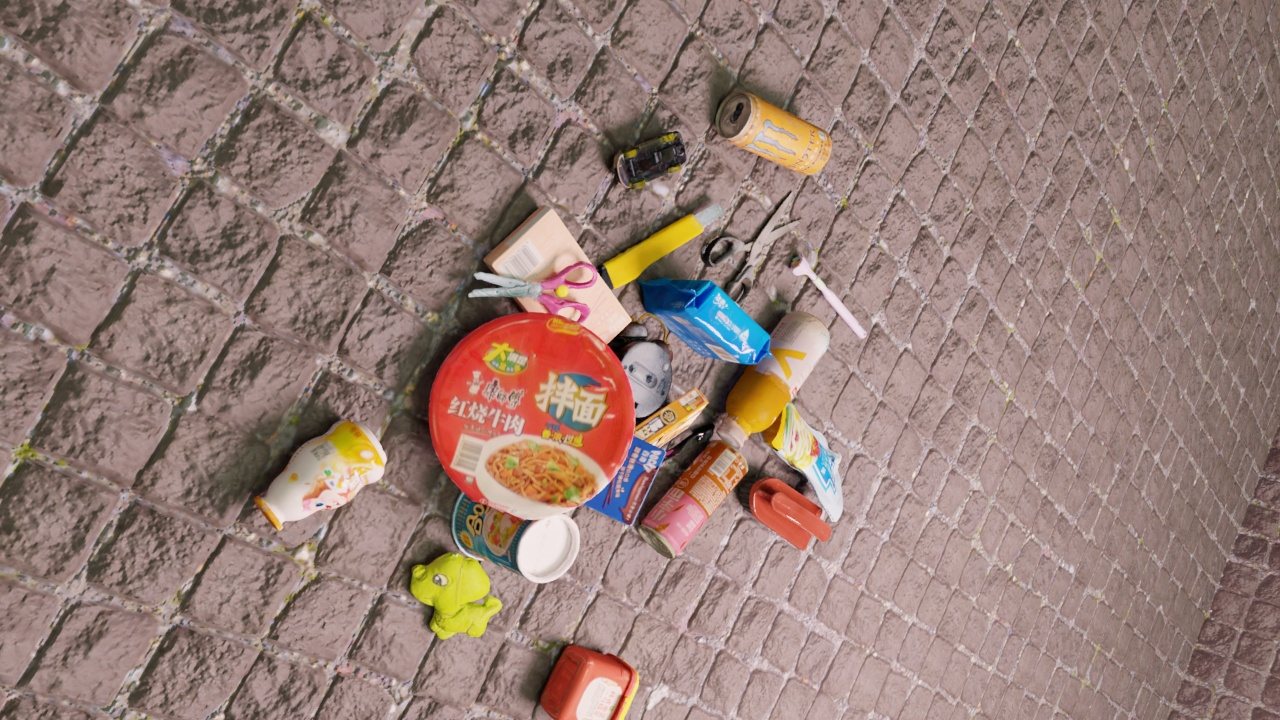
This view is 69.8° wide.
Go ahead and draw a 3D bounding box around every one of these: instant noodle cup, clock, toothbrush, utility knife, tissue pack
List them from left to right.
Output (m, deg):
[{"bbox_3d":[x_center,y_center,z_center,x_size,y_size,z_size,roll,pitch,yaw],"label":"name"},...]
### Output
[{"bbox_3d":[-0.120,0.169,0.907,0.099,0.110,0.099,-11,107,-37],"label":"instant noodle cup"},{"bbox_3d":[-0.105,0.053,0.883,0.193,0.066,0.193,1,82,-8],"label":"instant noodle cup"},{"bbox_3d":[-0.006,0.006,0.998,0.082,0.055,0.121,35,77,-38],"label":"clock"},{"bbox_3d":[0.025,0.115,1.064,0.188,0.014,0.018,-27,124,-40],"label":"toothbrush"},{"bbox_3d":[0.025,-0.128,1.015,0.192,0.015,0.033,-33,119,-25],"label":"utility knife"},{"bbox_3d":[0.073,-0.048,1.026,0.157,0.095,0.052,37,75,-36],"label":"tissue pack"},{"bbox_3d":[0.253,-0.079,1.214,0.189,0.021,0.029,39,74,-39],"label":"toothbrush"}]

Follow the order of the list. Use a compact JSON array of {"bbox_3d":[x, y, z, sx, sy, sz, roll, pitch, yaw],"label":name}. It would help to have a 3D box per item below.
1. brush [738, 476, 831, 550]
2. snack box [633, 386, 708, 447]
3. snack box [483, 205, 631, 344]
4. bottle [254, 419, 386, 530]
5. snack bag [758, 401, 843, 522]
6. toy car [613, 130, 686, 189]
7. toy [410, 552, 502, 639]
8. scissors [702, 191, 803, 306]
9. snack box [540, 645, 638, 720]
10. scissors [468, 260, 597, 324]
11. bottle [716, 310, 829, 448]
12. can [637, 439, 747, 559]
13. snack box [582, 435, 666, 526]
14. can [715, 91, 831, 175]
[{"bbox_3d":[0.189,0.195,1.192,0.145,0.069,0.063,37,75,-38],"label":"brush"},{"bbox_3d":[0.003,0.089,1.014,0.153,0.075,0.026,-33,76,-28],"label":"snack box"},{"bbox_3d":[-0.081,-0.070,0.931,0.084,0.026,0.157,-44,125,-13],"label":"snack box"},{"bbox_3d":[-0.277,0.101,0.794,0.108,0.063,0.063,-37,121,-27],"label":"bottle"},{"bbox_3d":[0.218,0.122,1.201,0.191,0.039,0.110,44,32,-35],"label":"snack bag"},{"bbox_3d":[0.008,-0.212,0.972,0.090,0.035,0.042,-31,116,-30],"label":"toy car"},{"bbox_3d":[-0.183,0.234,0.918,0.096,0.031,0.100,5,109,-23],"label":"toy"},{"bbox_3d":[0.137,-0.136,1.112,0.159,0.014,0.170,7,94,-43],"label":"scissors"},{"bbox_3d":[-0.058,0.371,1.026,0.080,0.082,0.091,33,78,-29],"label":"snack box"},{"bbox_3d":[-0.106,-0.059,0.895,0.137,0.017,0.077,-6,118,-27],"label":"scissors"},{"bbox_3d":[0.161,0.024,1.129,0.189,0.068,0.068,-52,127,-17],"label":"bottle"},{"bbox_3d":[0.064,0.163,1.089,0.147,0.058,0.058,-46,125,-21],"label":"can"},{"bbox_3d":[-0.062,0.097,0.932,0.157,0.026,0.084,26,82,1],"label":"snack box"},{"bbox_3d":[0.157,-0.263,1.066,0.145,0.058,0.058,11,93,-40],"label":"can"}]
